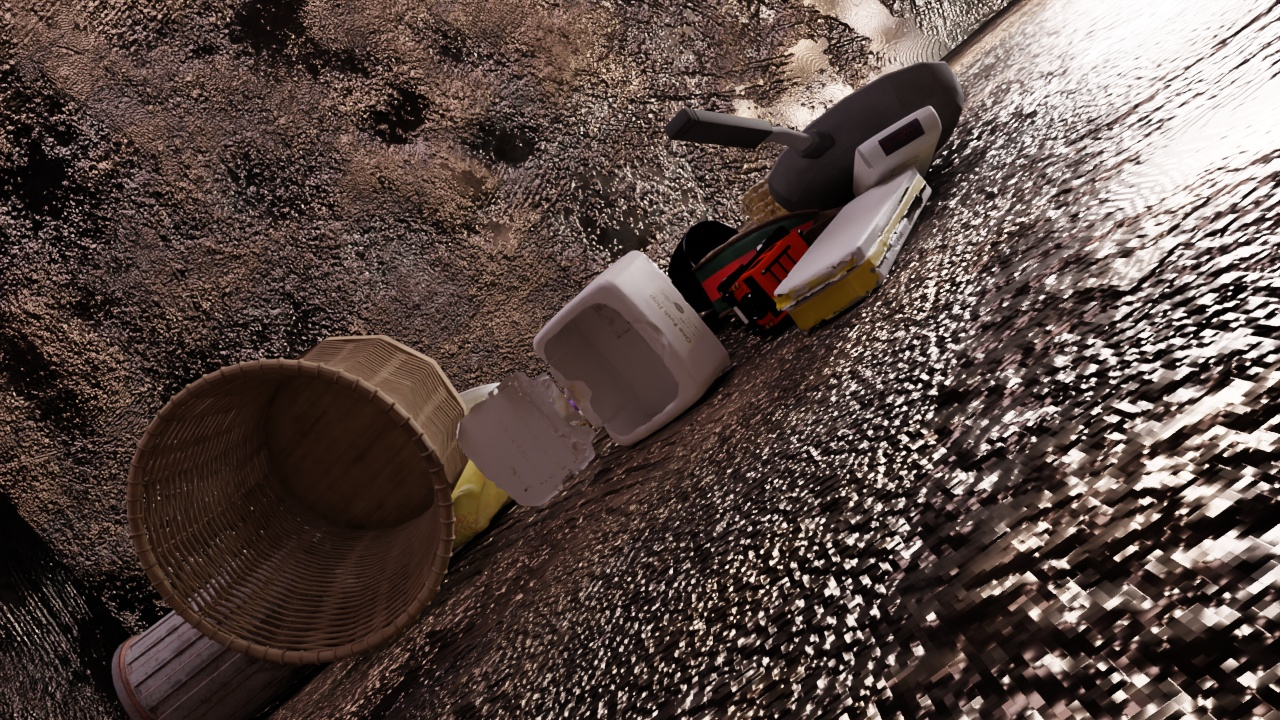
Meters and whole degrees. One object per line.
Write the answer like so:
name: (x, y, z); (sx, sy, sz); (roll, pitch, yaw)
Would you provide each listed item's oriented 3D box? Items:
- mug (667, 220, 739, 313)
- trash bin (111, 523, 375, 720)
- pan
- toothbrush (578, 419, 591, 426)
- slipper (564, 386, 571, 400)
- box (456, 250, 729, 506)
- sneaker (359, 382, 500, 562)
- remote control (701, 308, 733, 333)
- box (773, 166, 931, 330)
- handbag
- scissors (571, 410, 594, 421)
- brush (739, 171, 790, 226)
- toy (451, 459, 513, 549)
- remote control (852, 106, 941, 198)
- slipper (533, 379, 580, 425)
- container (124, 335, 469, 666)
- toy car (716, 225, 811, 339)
mug: (0.087, -0.103, 1.069); (0.118, 0.084, 0.100); (-10, -22, -23)
trash bin: (-0.362, 0.254, 0.842); (0.211, 0.131, 0.131); (-39, 4, -5)
pan: (0.139, -0.166, 0.713); (0.356, 0.041, 0.179); (-10, -22, -49)
toothbrush: (-0.028, 0.039, 0.944); (0.166, 0.016, 0.016); (-42, 4, -14)
slipper: (-0.026, -0.022, 1.112); (0.112, 0.074, 0.248); (-38, 3, -38)
box: (-0.036, 0.017, 0.646); (0.191, 0.110, 0.083); (-40, 3, 22)
sneaker: (-0.229, 0.142, 0.973); (0.295, 0.127, 0.120); (-41, -16, 18)
remote control: (0.063, -0.034, 0.880); (0.151, 0.020, 0.041); (-42, 6, -35)
box: (0.144, -0.078, 0.597); (0.064, 0.033, 0.208); (-32, 8, 35)
handbag: (0.122, -0.094, 0.777); (0.138, 0.063, 0.167); (-31, 0, -16)
scissors: (-0.054, 0.048, 0.785); (0.169, 0.012, 0.132); (-22, 5, -22)
brush: (0.191, -0.198, 1.036); (0.056, 0.083, 0.272); (-40, 5, -18)
toy: (-0.150, 0.119, 0.875); (0.171, 0.064, 0.154); (-42, 17, 38)
remote control: (0.195, -0.152, 0.704); (0.060, 0.025, 0.138); (-30, -9, 9)
slipper: (-0.161, 0.093, 1.055); (0.266, 0.084, 0.107); (-40, 4, -4)
container: (-0.245, 0.089, 0.730); (0.227, 0.227, 0.196); (-39, 10, 8)
toy car: (0.097, -0.058, 0.640); (0.100, 0.051, 0.049); (-44, 4, -41)
